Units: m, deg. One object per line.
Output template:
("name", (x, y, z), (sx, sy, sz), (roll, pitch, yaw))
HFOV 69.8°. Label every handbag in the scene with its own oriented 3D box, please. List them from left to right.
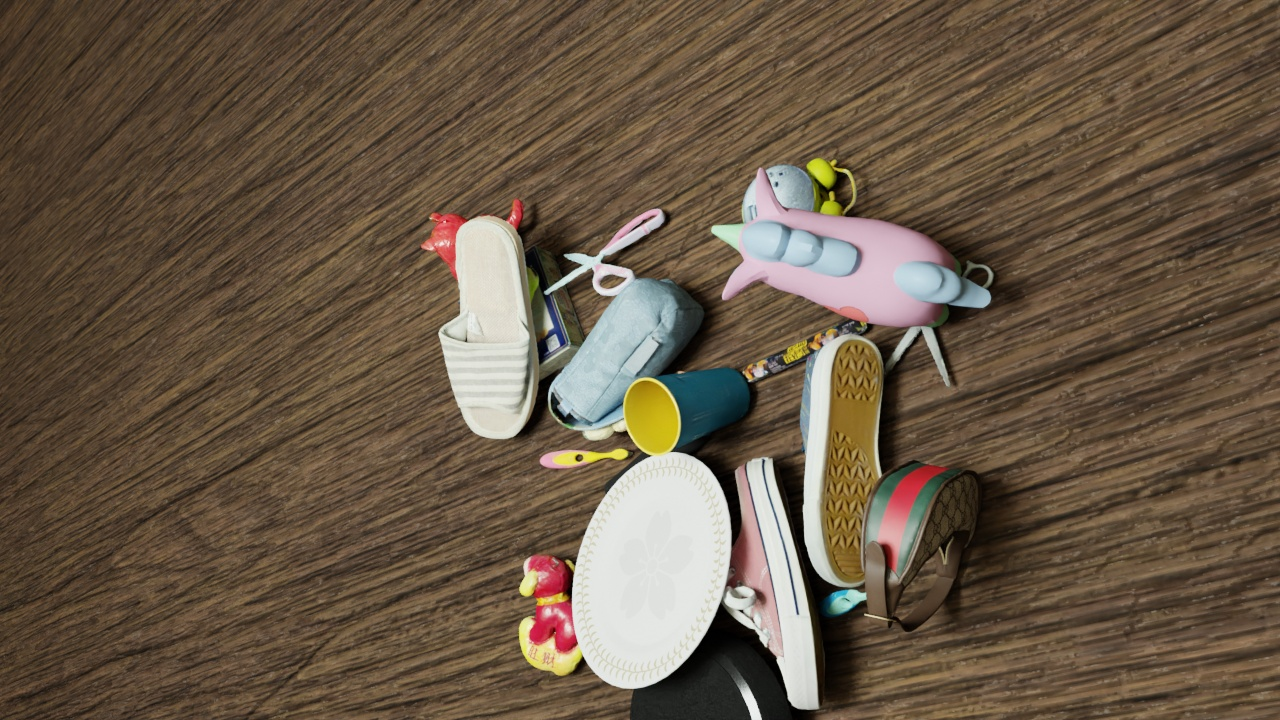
("handbag", (-0.006, 0.006, 0.998), (0.118, 0.121, 0.192), (45, 108, 13))
("handbag", (0.234, 0.159, 0.769), (0.063, 0.166, 0.138), (7, 99, 37))

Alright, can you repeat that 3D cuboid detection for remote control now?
("remote control", (0.015, 0.113, 1.019), (0.152, 0.020, 0.041), (-44, 60, 24))

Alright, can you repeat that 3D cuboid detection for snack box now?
("snack box", (-0.149, -0.044, 1.143), (0.145, 0.042, 0.145), (-31, 66, 27))

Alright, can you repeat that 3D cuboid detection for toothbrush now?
("toothbrush", (-0.065, 0.114, 1.080), (0.136, 0.016, 0.021), (-9, 80, 36))
("toothbrush", (0.192, 0.217, 0.837), (0.022, 0.135, 0.017), (42, 65, 8))

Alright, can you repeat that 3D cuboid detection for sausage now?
("sausage", (0.165, -0.010, 0.931), (0.156, 0.020, 0.020), (-27, 69, 30))

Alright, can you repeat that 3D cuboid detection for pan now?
("pan", (0.048, 0.304, 0.938), (0.205, 0.044, 0.355), (-34, 61, 41))

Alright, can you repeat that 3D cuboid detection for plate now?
("plate", (0.010, 0.213, 0.946), (0.243, 0.016, 0.242), (-33, 45, 39))

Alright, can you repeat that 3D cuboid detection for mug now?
("mug", (0.052, 0.045, 0.934), (0.078, 0.121, 0.078), (14, 110, 43))

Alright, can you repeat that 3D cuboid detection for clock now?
("clock", (0.162, -0.158, 0.932), (0.119, 0.057, 0.083), (-18, 72, 33))

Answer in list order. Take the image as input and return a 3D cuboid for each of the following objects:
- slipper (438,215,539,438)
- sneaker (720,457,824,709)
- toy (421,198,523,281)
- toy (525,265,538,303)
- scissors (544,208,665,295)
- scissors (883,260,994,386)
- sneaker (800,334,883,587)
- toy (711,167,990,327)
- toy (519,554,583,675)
("slipper", (-0.177, -0.032, 1.074), (0.114, 0.053, 0.273), (8, 111, 14))
("sneaker", (0.116, 0.215, 0.886), (0.088, 0.118, 0.240), (-16, 68, 11))
("toy", (-0.208, -0.162, 1.158), (0.133, 0.094, 0.088), (-31, 37, 25))
("toy", (-0.174, -0.077, 1.112), (0.092, 0.043, 0.118), (43, 114, 21))
("scissors", (-0.042, -0.110, 1.049), (0.171, 0.014, 0.168), (-29, 34, 15))
("scissors", (0.263, -0.055, 0.873), (0.142, 0.014, 0.174), (-40, 60, 24))
("sneaker", (0.181, 0.094, 0.875), (0.079, 0.087, 0.235), (175, 97, -67))
("toy", (0.186, -0.086, 0.819), (0.222, 0.171, 0.120), (20, 96, 43))
("toy", (-0.098, 0.292, 1.051), (0.106, 0.067, 0.137), (-7, 87, 30))
